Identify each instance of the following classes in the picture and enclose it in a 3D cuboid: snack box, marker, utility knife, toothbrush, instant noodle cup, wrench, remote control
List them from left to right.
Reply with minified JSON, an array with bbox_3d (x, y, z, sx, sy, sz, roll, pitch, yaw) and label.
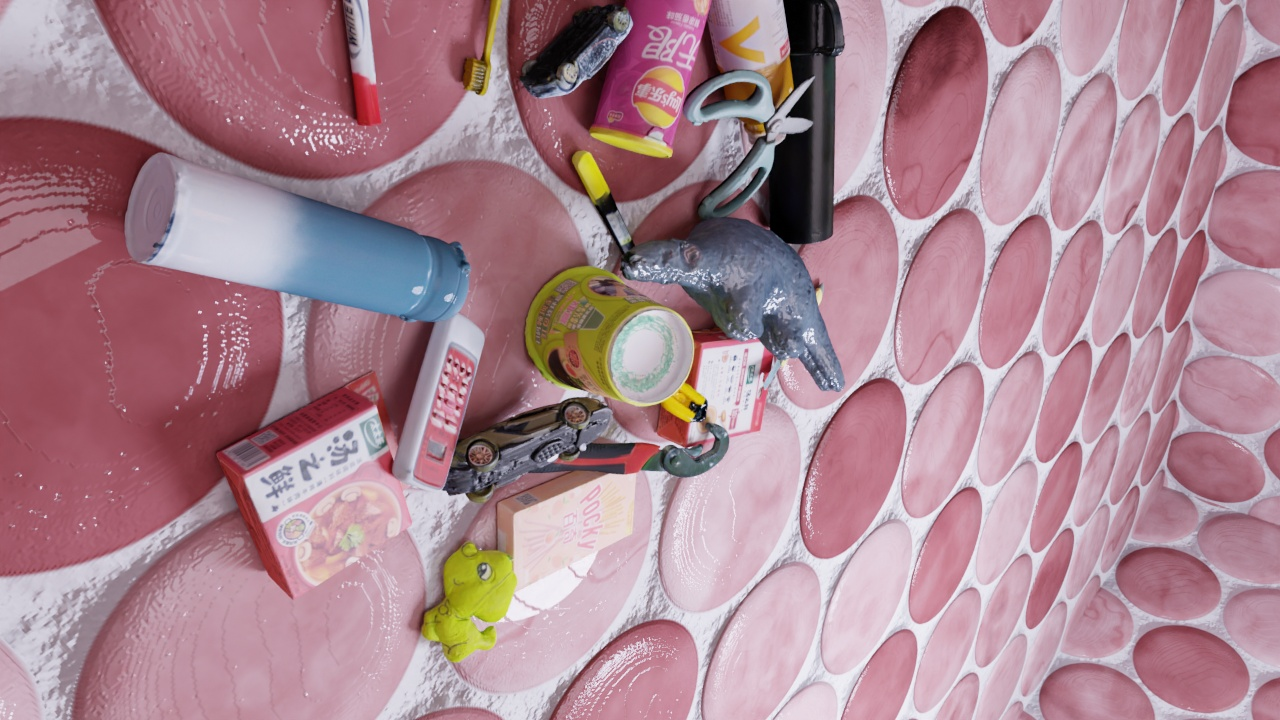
[{"bbox_3d":[-0.220,0.088,0.663,0.126,0.044,0.113,-33,129,-35],"label":"snack box"},{"bbox_3d":[-0.183,-0.225,0.589,0.017,0.017,0.145,-23,122,-41],"label":"marker"},{"bbox_3d":[-0.152,0.031,0.699,0.056,0.020,0.135,45,54,-62],"label":"remote control"},{"bbox_3d":[-0.102,-0.286,0.653,0.016,0.016,0.190,3,104,-42],"label":"toothbrush"},{"bbox_3d":[-0.068,0.151,0.875,0.156,0.026,0.084,-18,119,-42],"label":"snack box"},{"bbox_3d":[-0.030,-0.134,0.802,0.018,0.015,0.124,-51,140,-19],"label":"marker"},{"bbox_3d":[-0.021,-0.015,0.758,0.111,0.123,0.112,-8,106,-28],"label":"instant noodle cup"},{"bbox_3d":[-0.023,0.088,0.868,0.272,0.016,0.056,2,106,-36],"label":"wrench"},{"bbox_3d":[-0.005,0.005,0.856,0.216,0.015,0.033,36,84,-35],"label":"utility knife"},{"bbox_3d":[0.082,0.025,0.971,0.126,0.044,0.113,-7,111,-45],"label":"snack box"},{"bbox_3d":[0.175,-0.026,1.036,0.203,0.021,0.031,-58,154,-46],"label":"utility knife"}]

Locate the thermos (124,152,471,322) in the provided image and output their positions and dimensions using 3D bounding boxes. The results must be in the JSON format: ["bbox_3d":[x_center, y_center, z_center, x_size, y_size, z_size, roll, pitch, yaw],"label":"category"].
[{"bbox_3d":[-0.207,-0.069,0.594,0.220,0.070,0.070,14,96,-50],"label":"thermos"}]

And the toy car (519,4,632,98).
[{"bbox_3d":[-0.048,-0.236,0.708,0.105,0.049,0.031,-50,134,-19],"label":"toy car"}]

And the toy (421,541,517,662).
[{"bbox_3d":[-0.146,0.211,0.805,0.100,0.031,0.097,-41,116,-13],"label":"toy"}]

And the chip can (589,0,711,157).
[{"bbox_3d":[0.018,-0.278,0.747,0.071,0.071,0.210,7,100,-49],"label":"chip can"}]

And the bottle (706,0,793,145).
[{"bbox_3d":[0.101,-0.284,0.838,0.067,0.068,0.190,-45,138,-26],"label":"bottle"}]

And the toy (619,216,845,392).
[{"bbox_3d":[0.103,-0.069,0.894,0.356,0.092,0.137,23,59,-46],"label":"toy"}]

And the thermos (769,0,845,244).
[{"bbox_3d":[0.166,-0.238,0.917,0.068,0.090,0.243,-14,120,-17],"label":"thermos"}]

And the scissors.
[{"bbox_3d":[0.085,-0.195,0.844,0.171,0.019,0.170,-6,140,-42],"label":"scissors"}]

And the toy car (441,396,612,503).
[{"bbox_3d":[-0.095,0.070,0.767,0.157,0.042,0.070,-20,154,-26],"label":"toy car"}]
